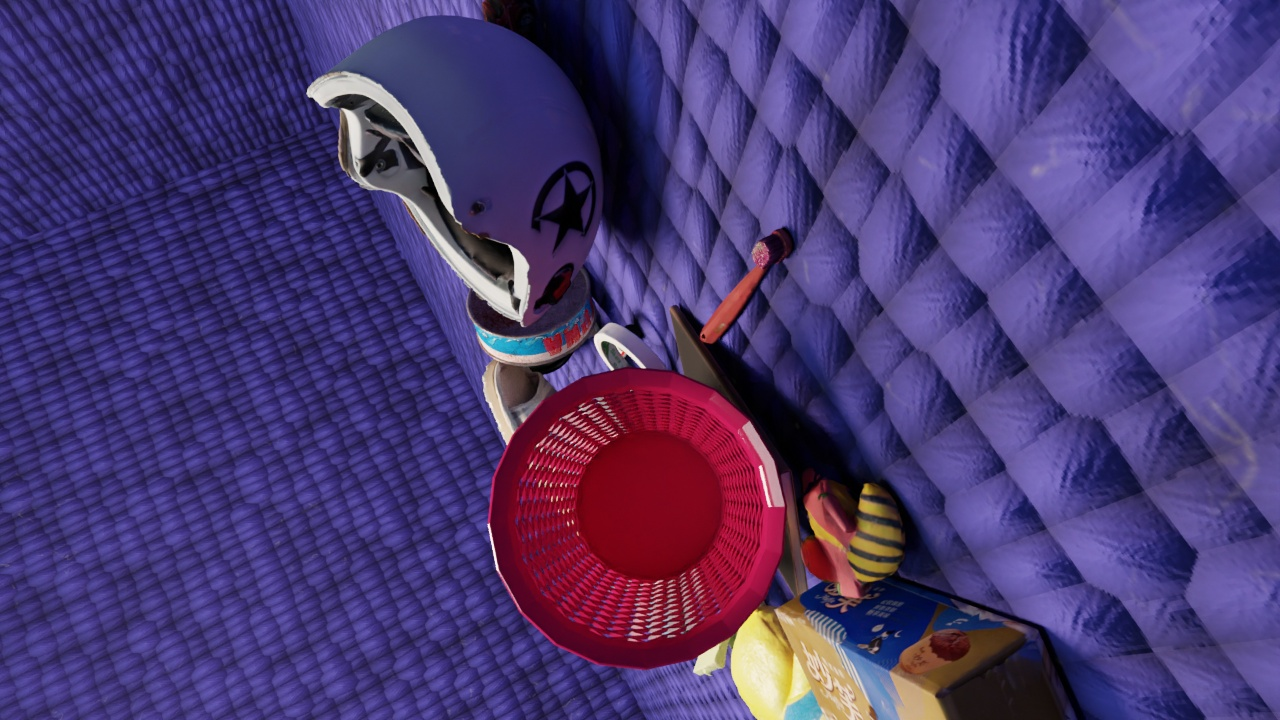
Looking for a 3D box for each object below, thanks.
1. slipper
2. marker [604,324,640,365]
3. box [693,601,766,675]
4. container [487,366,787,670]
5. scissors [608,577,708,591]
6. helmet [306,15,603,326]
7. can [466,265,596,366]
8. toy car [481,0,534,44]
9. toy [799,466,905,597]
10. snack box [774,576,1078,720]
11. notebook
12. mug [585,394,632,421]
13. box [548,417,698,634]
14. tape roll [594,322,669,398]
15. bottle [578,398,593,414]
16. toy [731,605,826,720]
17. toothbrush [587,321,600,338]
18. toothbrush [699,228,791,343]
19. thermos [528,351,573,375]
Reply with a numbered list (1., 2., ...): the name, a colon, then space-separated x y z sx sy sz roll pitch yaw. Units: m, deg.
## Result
1. slipper: -0.083 0.107 1.005 0.273 0.054 0.114 61 -163 -25
2. marker: -0.022 -0.011 0.943 0.019 0.019 0.146 62 166 6
3. box: 0.103 0.296 0.981 0.188 0.090 0.077 96 166 -68
4. container: 0.003 0.109 0.677 0.183 0.183 0.226 62 179 8
5. scissors: 0.034 0.260 1.021 0.170 0.013 0.172 15 -167 -44
6. helmet: -0.121 -0.159 0.745 0.236 0.163 0.264 39 164 26
7. can: -0.113 -0.056 0.961 0.130 0.129 0.044 52 162 39
8. toy car: -0.105 -0.269 0.765 0.042 0.036 0.091 53 168 33
9. toy: 0.130 0.108 0.579 0.103 0.046 0.084 157 108 -73
10. snack box: 0.177 0.220 0.550 0.155 0.069 0.203 65 166 -4
11. notebook: 0.073 0.066 0.703 0.209 0.008 0.141 -120 12 -51
12. mug: -0.009 0.084 0.921 0.113 0.078 0.088 -83 -31 -82
13. box: -0.025 0.161 0.895 0.231 0.047 0.177 63 166 -9
14. tape roll: -0.005 0.005 0.867 0.094 0.018 0.094 41 162 16
15. bottle: -0.024 0.115 1.079 0.195 0.052 0.052 57 165 11
16. toy: 0.139 0.283 0.766 0.214 0.083 0.149 24 137 64
17. toothbrush: -0.091 -0.107 1.028 0.180 0.016 0.016 64 167 3
18. toothbrush: 0.063 -0.042 0.601 0.016 0.016 0.190 61 165 9
19. thermos: -0.125 -0.027 1.103 0.098 0.098 0.221 64 174 -1
